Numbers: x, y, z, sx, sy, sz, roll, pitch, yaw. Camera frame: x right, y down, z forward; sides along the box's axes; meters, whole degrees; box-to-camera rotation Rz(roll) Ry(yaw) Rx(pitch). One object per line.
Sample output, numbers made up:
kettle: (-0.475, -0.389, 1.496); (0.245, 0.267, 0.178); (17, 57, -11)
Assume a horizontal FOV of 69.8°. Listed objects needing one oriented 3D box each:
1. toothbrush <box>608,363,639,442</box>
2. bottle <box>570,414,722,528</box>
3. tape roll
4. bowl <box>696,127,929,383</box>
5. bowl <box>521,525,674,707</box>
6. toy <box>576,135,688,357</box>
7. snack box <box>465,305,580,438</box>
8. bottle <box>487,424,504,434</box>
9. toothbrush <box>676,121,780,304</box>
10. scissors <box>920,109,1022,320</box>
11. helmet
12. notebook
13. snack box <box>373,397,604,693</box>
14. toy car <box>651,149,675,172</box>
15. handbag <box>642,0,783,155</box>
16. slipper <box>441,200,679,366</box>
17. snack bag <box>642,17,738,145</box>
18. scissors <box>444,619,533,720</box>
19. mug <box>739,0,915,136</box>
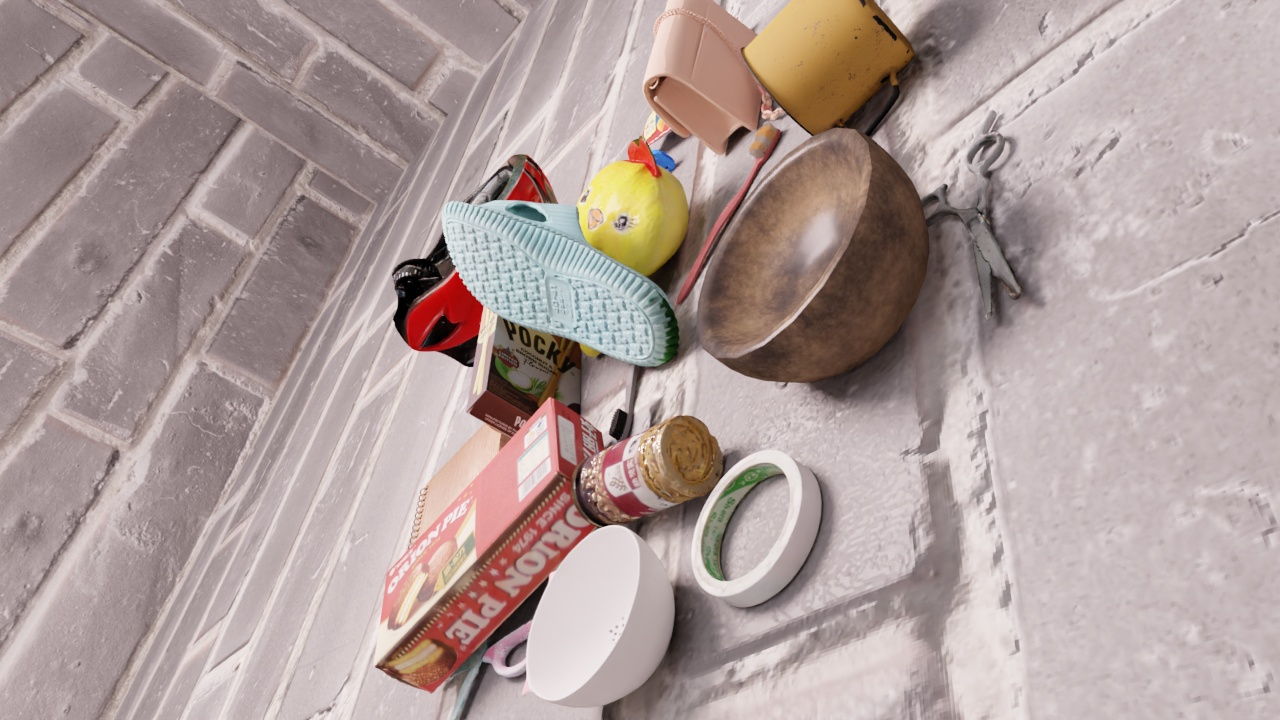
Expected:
toothbrush: (-0.005, 0.005, 0.803); (0.013, 0.013, 0.167); (-35, 29, 40)
bottle: (0.003, 0.079, 0.639); (0.105, 0.056, 0.056); (-29, 36, 46)
tape roll: (0.067, 0.098, 0.541); (0.094, 0.018, 0.093); (-43, 28, 29)
bowl: (0.111, -0.057, 0.572); (0.163, 0.070, 0.162); (-48, 26, 32)
bowl: (-0.018, 0.166, 0.577); (0.115, 0.050, 0.114); (-43, 27, 29)
toy: (-0.019, -0.105, 0.876); (0.208, 0.092, 0.134); (-60, 40, 15)
snack box: (-0.107, 0.006, 0.883); (0.032, 0.101, 0.185); (-45, 26, 25)
bottle: (-0.126, 0.022, 0.950); (0.063, 0.063, 0.108); (-34, 30, 41)
toothbrush: (0.075, -0.130, 0.814); (0.015, 0.015, 0.184); (19, 79, 59)
scissors: (0.200, -0.089, 0.524); (0.121, 0.014, 0.159); (-53, 21, 10)
helmet: (-0.192, -0.123, 1.124); (0.272, 0.167, 0.217); (-56, 24, 3)
notebook: (-0.191, 0.165, 0.947); (0.169, 0.022, 0.210); (-44, 27, 25)
snack box: (-0.123, 0.151, 0.751); (0.237, 0.060, 0.113); (-46, 25, 16)
toy car: (0.004, -0.224, 1.035); (0.092, 0.033, 0.061); (-31, 41, 44)
handbag: (0.098, -0.323, 0.879); (0.188, 0.116, 0.198); (-33, 33, 42)
slipper: (-0.068, -0.075, 0.820); (0.276, 0.116, 0.069); (24, 41, 30)
snack bag: (0.052, -0.307, 1.045); (0.131, 0.039, 0.143); (-21, 41, 54)
scissors: (-0.116, 0.226, 0.737); (0.175, 0.013, 0.170); (-16, 45, 55)
mug: (0.152, -0.228, 0.703); (0.094, 0.100, 0.123); (-42, 69, 26)
